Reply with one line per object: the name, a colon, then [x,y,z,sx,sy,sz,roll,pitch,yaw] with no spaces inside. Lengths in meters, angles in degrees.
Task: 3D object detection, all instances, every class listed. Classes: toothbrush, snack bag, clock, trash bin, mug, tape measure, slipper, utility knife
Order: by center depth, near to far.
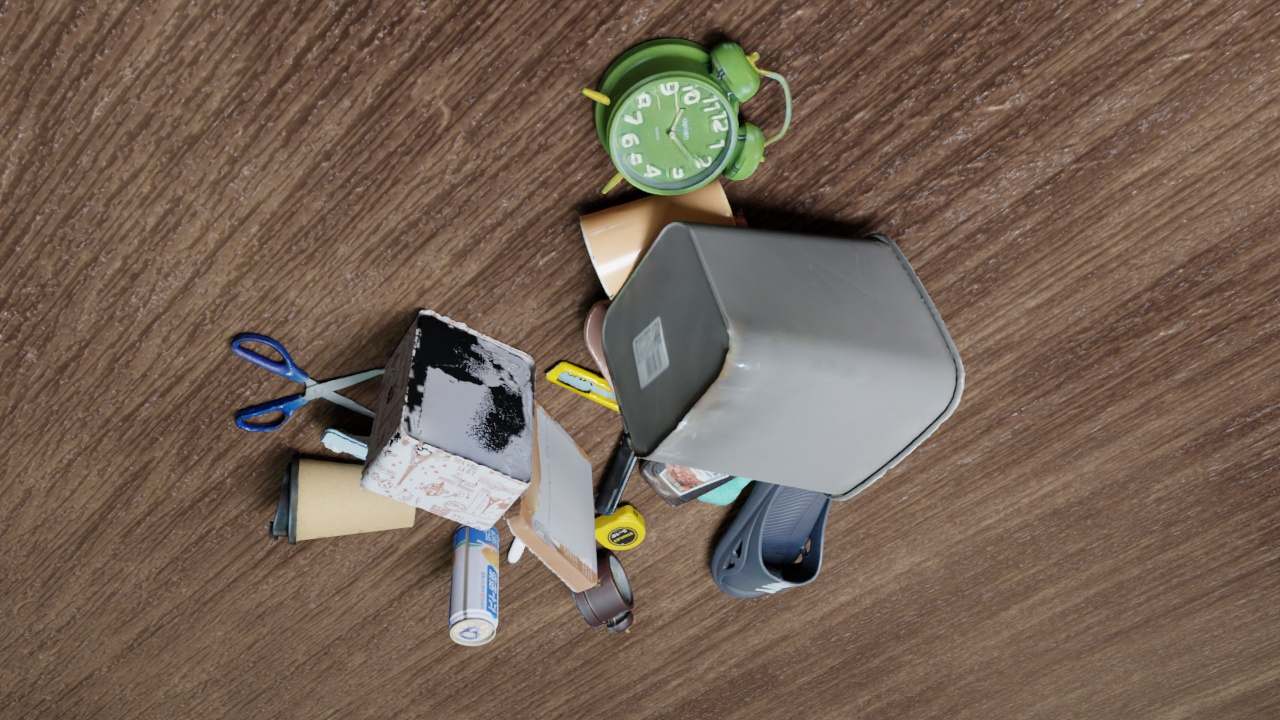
clock: [0.039,-0.191,0.727,0.161,0.056,0.116,-10,132,2]
trash bin: [0.104,-0.003,0.769,0.219,0.198,0.199,6,139,-31]
mug: [0.018,-0.108,0.787,0.123,0.078,0.078,-20,130,5]
utility knife: [-0.025,0.041,0.932,0.154,0.015,0.033,24,118,-12]
snack bag: [-0.230,0.100,0.935,0.191,0.110,0.039,16,87,-21]
toothbrush: [-0.006,0.085,0.984,0.027,0.026,0.213,7,126,-23]
toothbrush: [-0.126,0.181,1.058,0.016,0.016,0.181,14,128,-15]
slipper: [0.159,0.216,1.065,0.110,0.083,0.269,0,134,-18]
tape measure: [-0.024,0.195,1.074,0.060,0.028,0.057,-28,127,17]
clock: [-0.042,0.283,1.116,0.055,0.082,0.122,-26,127,7]

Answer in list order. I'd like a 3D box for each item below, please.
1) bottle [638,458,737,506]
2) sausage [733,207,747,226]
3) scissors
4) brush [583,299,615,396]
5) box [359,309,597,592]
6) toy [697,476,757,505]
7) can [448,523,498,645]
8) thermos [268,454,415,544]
bottle: [0.092,0.086,0.971,0.195,0.043,0.080,-32,113,25]
sausage: [0.087,-0.075,0.859,0.020,0.020,0.156,-4,131,-4]
scissors: [-0.332,0.027,0.903,0.176,0.012,0.162,-25,130,12]
brush: [-0.005,0.005,0.869,0.063,0.073,0.146,-32,116,-5]
box: [-0.127,0.087,0.872,0.107,0.177,0.272,-36,125,23]
toy: [0.111,0.137,1.041,0.096,0.030,0.092,24,126,-34]
can: [-0.187,0.249,1.032,0.053,0.134,0.053,-4,131,-5]
thermos: [-0.311,0.146,0.964,0.143,0.093,0.093,4,131,-19]
